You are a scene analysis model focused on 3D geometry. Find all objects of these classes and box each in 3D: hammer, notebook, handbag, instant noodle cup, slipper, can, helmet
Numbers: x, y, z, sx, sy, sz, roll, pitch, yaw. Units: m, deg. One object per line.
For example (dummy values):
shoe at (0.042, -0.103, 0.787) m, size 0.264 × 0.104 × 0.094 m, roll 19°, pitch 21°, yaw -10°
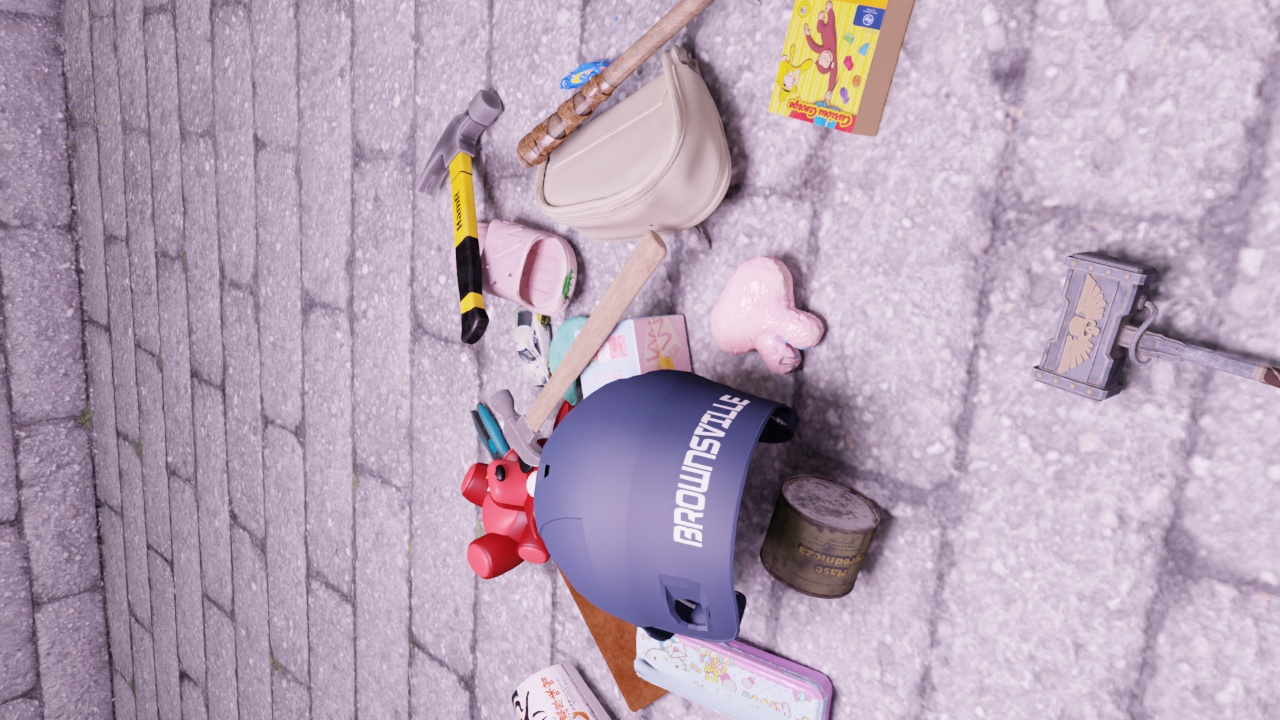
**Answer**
hammer at (0.423, 0.017, 0.580) m, size 0.322 × 0.044 × 0.098 m, roll 24°, pitch 113°, yaw 39°
notebook at (-0.013, 0.272, 1.057) m, size 0.168 × 0.024 × 0.225 m, roll -47°, pitch 66°, yaw 39°
hammer at (-0.010, -0.286, 0.877) m, size 0.320 × 0.049 × 0.121 m, roll -33°, pitch 39°, yaw 32°
handbag at (0.000, -0.199, 0.941) m, size 0.230 × 0.131 × 0.183 m, roll -19°, pitch 59°, yaw 41°
instant noodle cup at (-0.092, 0.442, 1.105) m, size 0.121 × 0.123 × 0.124 m, roll 55°, pitch 130°, yaw 34°
slipper at (-0.167, -0.122, 1.100) m, size 0.239 × 0.064 × 0.094 m, roll 22°, pitch 96°, yaw 44°
hammer at (-0.061, -0.008, 0.952) m, size 0.332 × 0.030 × 0.119 m, roll -52°, pitch 59°, yaw 36°
can at (0.160, 0.158, 0.825) m, size 0.090 × 0.089 × 0.075 m, roll 31°, pitch 117°, yaw 37°
hammer at (-0.212, -0.160, 1.097) m, size 0.170 × 0.034 × 0.324 m, roll -38°, pitch 50°, yaw 38°
helmet at (0.018, 0.131, 0.841) m, size 0.223 × 0.272 × 0.231 m, roll 7°, pitch 60°, yaw 25°

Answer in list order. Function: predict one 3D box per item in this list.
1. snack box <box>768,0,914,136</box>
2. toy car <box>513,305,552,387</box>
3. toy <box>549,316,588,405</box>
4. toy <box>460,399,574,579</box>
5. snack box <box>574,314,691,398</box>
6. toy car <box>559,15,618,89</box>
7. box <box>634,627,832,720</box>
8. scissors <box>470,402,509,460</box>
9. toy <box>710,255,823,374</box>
snack box at (0.170, -0.264, 0.780) m, size 0.088 × 0.040 × 0.126 m, roll 28°, pitch 116°, yaw 38°
toy car at (-0.130, -0.019, 1.116) m, size 0.048 × 0.033 × 0.105 m, roll -10°, pitch 91°, yaw 43°
toy at (-0.070, -0.007, 1.059) m, size 0.105 × 0.033 × 0.085 m, roll -47°, pitch 64°, yaw 34°
toy at (-0.130, 0.155, 1.089) m, size 0.198 × 0.120 × 0.158 m, roll -45°, pitch 42°, yaw 34°
snack box at (-0.006, 0.006, 0.967) m, size 0.093 × 0.079 × 0.094 m, roll -9°, pitch 89°, yaw 46°
toy car at (-0.052, -0.328, 0.985) m, size 0.092 × 0.033 × 0.062 m, roll 4°, pitch 106°, yaw 43°
box at (0.088, 0.323, 0.935) m, size 0.214 × 0.033 × 0.076 m, roll 13°, pitch 105°, yaw 31°
scissors at (-0.187, 0.125, 1.205) m, size 0.138 × 0.019 × 0.136 m, roll 7°, pitch 104°, yaw 42°
toy at (0.118, -0.038, 0.864) m, size 0.105 × 0.053 × 0.109 m, roll 46°, pitch 125°, yaw 16°
